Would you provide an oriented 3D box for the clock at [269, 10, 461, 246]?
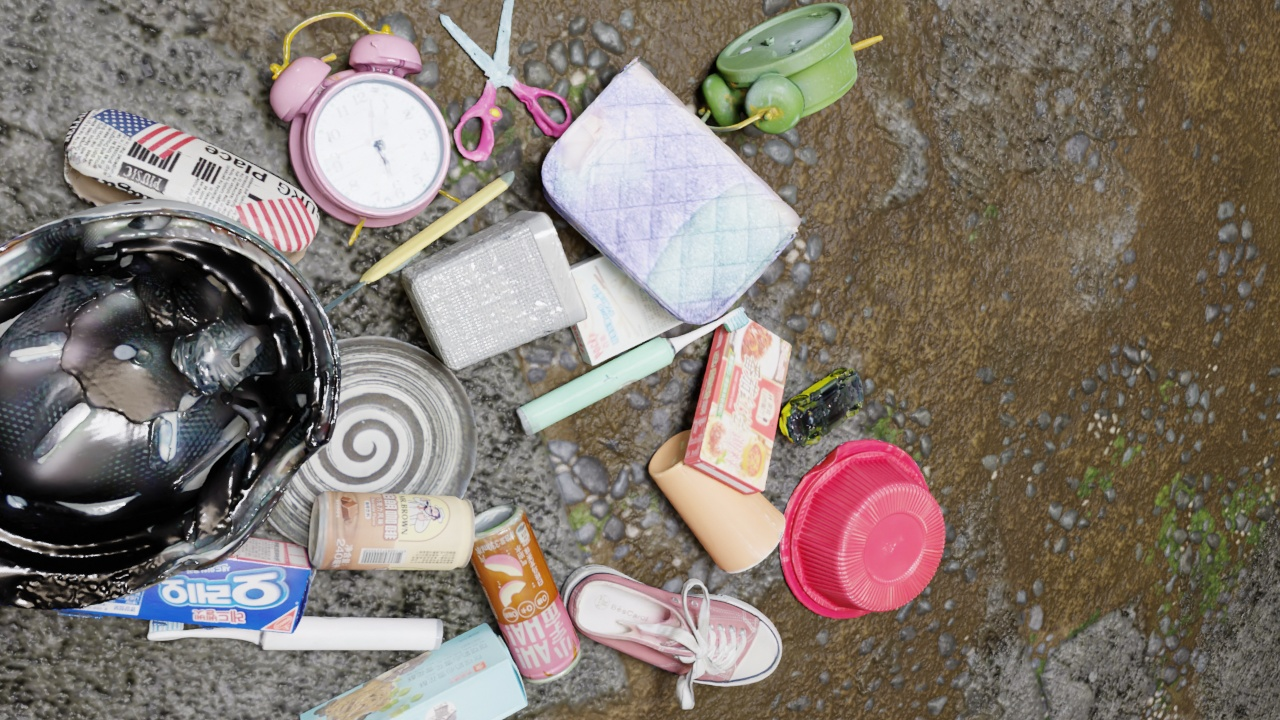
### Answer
[{"bbox_3d":[-0.203,-0.174,0.673,0.117,0.060,0.158,-26,107,-19],"label":"clock"}]

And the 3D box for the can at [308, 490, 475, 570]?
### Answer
[{"bbox_3d":[-0.191,0.132,0.707,0.116,0.058,0.058,6,96,-26],"label":"can"}]

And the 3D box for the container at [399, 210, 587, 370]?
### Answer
[{"bbox_3d":[-0.118,-0.054,0.717,0.114,0.090,0.090,-26,108,-15],"label":"container"}]

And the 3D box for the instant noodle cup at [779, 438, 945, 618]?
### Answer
[{"bbox_3d":[0.237,0.180,0.931,0.193,0.066,0.194,-4,100,-22],"label":"instant noodle cup"}]

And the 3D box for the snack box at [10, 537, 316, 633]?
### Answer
[{"bbox_3d":[-0.349,0.153,0.666,0.207,0.058,0.057,14,93,-25],"label":"snack box"}]

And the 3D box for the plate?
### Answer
[{"bbox_3d":[-0.220,0.068,0.729,0.179,0.024,0.179,-5,101,-25],"label":"plate"}]

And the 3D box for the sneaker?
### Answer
[{"bbox_3d":[0.042,0.254,0.843,0.241,0.088,0.118,26,88,-25],"label":"sneaker"}]

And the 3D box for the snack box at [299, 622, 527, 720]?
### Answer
[{"bbox_3d":[-0.186,0.288,0.754,0.174,0.074,0.051,-23,107,-19],"label":"snack box"}]

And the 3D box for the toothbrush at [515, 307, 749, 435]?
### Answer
[{"bbox_3d":[-0.005,0.005,0.800,0.224,0.026,0.027,-27,84,-12],"label":"toothbrush"}]

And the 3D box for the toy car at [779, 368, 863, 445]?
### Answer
[{"bbox_3d":[0.177,0.044,0.898,0.105,0.032,0.048,-29,110,-29],"label":"toy car"}]

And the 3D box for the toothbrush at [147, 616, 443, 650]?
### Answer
[{"bbox_3d":[-0.269,0.217,0.732,0.220,0.027,0.026,9,56,-25],"label":"toothbrush"}]

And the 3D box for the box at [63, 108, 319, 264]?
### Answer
[{"bbox_3d":[-0.301,-0.120,0.626,0.163,0.083,0.075,23,78,-24],"label":"box"}]

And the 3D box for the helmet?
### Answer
[{"bbox_3d":[-0.330,0.012,0.597,0.274,0.157,0.230,-42,117,3],"label":"helmet"}]

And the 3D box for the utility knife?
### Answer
[{"bbox_3d":[-0.185,-0.085,0.715,0.220,0.031,0.022,-34,113,-14],"label":"utility knife"}]

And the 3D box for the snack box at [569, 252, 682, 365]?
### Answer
[{"bbox_3d":[0.007,-0.066,0.804,0.156,0.027,0.085,-26,109,-18],"label":"snack box"}]

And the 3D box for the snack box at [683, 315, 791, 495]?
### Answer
[{"bbox_3d":[0.090,0.037,0.826,0.075,0.026,0.152,29,60,-24],"label":"snack box"}]

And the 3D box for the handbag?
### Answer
[{"bbox_3d":[0.020,-0.130,0.747,0.194,0.075,0.134,43,90,-8],"label":"handbag"}]

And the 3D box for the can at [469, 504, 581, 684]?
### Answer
[{"bbox_3d":[-0.101,0.198,0.781,0.057,0.058,0.147,-25,105,-18],"label":"can"}]

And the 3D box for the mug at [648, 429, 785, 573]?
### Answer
[{"bbox_3d":[0.066,0.126,0.842,0.078,0.078,0.123,-44,108,-11],"label":"mug"}]

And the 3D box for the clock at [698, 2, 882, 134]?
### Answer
[{"bbox_3d":[0.115,-0.240,0.775,0.161,0.116,0.056,-39,122,-16],"label":"clock"}]

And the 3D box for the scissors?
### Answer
[{"bbox_3d":[-0.106,-0.222,0.733,0.130,0.017,0.133,9,92,-23],"label":"scissors"}]
